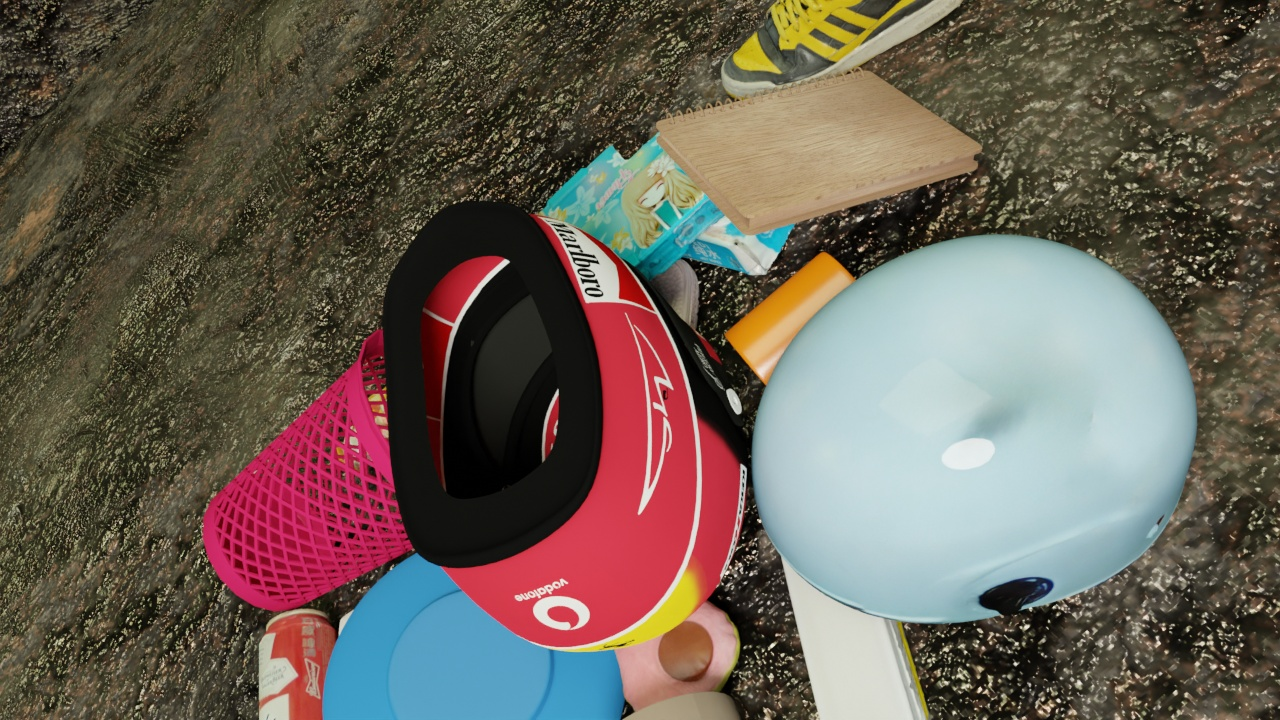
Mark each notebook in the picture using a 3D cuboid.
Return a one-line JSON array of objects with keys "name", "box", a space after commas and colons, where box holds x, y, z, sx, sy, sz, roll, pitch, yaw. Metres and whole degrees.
[{"name": "notebook", "box": [0.137, -0.177, 0.743, 0.210, 0.022, 0.169, -18, 45, -16]}]

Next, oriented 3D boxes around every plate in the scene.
[{"name": "plate", "box": [-0.122, 0.226, 0.667, 0.224, 0.024, 0.223, -2, 56, 3]}]

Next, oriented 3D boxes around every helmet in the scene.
[{"name": "helmet", "box": [0.183, 0.027, 0.543, 0.266, 0.167, 0.225, -26, 51, 7]}, {"name": "helmet", "box": [-0.036, 0.051, 0.606, 0.198, 0.224, 0.270, -25, 64, 24]}]

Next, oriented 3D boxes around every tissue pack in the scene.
[{"name": "tissue pack", "box": [0.072, -0.133, 0.802, 0.144, 0.061, 0.092, 22, 76, 43]}]

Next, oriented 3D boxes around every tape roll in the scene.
[{"name": "tape roll", "box": [0.021, 0.245, 0.576, 0.094, 0.093, 0.030, -34, 48, 12]}]

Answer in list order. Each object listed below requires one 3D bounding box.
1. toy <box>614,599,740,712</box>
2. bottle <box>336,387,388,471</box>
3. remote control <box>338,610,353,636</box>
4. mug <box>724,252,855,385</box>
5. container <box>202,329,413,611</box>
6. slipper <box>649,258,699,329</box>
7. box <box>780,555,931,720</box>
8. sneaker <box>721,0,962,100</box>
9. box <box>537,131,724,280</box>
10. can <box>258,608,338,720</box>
[{"name": "toy", "box": [0.015, 0.196, 0.640, 0.090, 0.051, 0.110, -46, 43, -9]}, {"name": "bottle", "box": [-0.249, 0.063, 0.899, 0.109, 0.063, 0.063, -40, 47, 6]}, {"name": "remote control", "box": [-0.204, 0.223, 0.792, 0.139, 0.025, 0.060, -32, 49, 14]}, {"name": "mug", "box": [0.121, -0.026, 0.701, 0.096, 0.077, 0.112, -40, 19, 6]}, {"name": "container", "box": [-0.253, 0.109, 0.799, 0.226, 0.183, 0.183, -34, 48, 17]}, {"name": "slipper", "box": [-0.005, 0.004, 0.768, 0.094, 0.064, 0.238, -10, 56, 30]}, {"name": "box", "box": [0.129, 0.155, 0.593, 0.066, 0.044, 0.209, -26, 51, 21]}, {"name": "sneaker", "box": [0.164, -0.329, 0.824, 0.239, 0.122, 0.086, -22, 50, 20]}, {"name": "box", "box": [-0.041, -0.113, 0.816, 0.227, 0.039, 0.181, -42, 45, 12]}, {"name": "can", "box": [-0.285, 0.298, 0.772, 0.067, 0.067, 0.170, -32, 49, 14]}]
